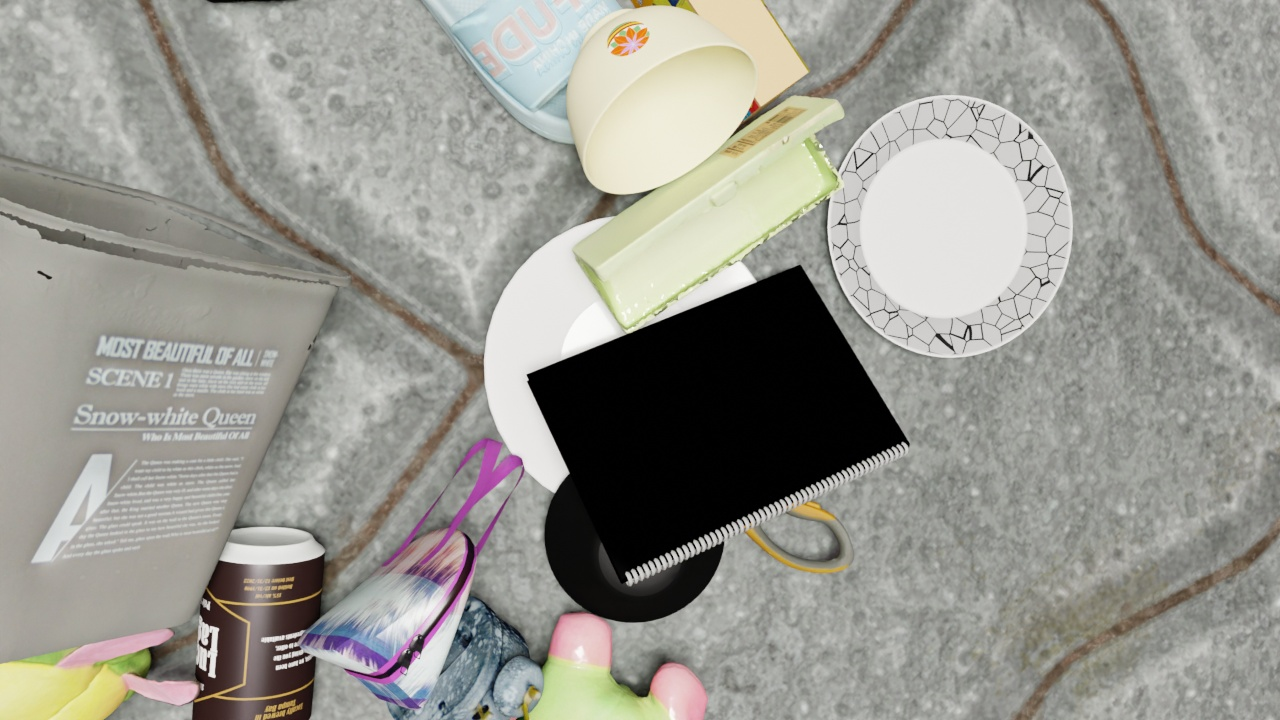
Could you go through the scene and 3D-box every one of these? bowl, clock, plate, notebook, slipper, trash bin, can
[{"bbox_3d":[-0.002,0.121,0.602,0.124,0.052,0.124,0,94,-4],"label":"bowl"},{"bbox_3d":[-0.111,0.207,0.584,0.090,0.129,0.052,-45,127,-4],"label":"clock"},{"bbox_3d":[-0.004,0.004,0.643,0.208,0.015,0.208,0,92,-9],"label":"plate"},{"bbox_3d":[0.001,-0.168,0.553,0.118,0.118,0.074,-29,70,-7],"label":"bowl"},{"bbox_3d":[0.051,0.036,0.596,0.206,0.016,0.149,-22,70,-14],"label":"notebook"},{"bbox_3d":[-0.086,-0.241,0.593,0.245,0.074,0.104,45,86,-7],"label":"slipper"},{"bbox_3d":[-0.310,0.020,0.499,0.198,0.197,0.220,22,96,26],"label":"trash bin"},{"bbox_3d":[-0.243,0.176,0.586,0.072,0.072,0.128,5,92,-9],"label":"can"},{"bbox_3d":[0.226,-0.097,0.674,0.188,0.016,0.188,0,92,-9],"label":"plate"}]

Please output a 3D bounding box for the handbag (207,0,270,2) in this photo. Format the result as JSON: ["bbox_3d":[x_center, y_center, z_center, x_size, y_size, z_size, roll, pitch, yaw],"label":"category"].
[{"bbox_3d":[-0.227,-0.293,0.531,0.114,0.154,0.125,-5,88,-5],"label":"handbag"}]

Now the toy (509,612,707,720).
[{"bbox_3d":[-0.050,0.295,0.611,0.192,0.096,0.237,27,97,14],"label":"toy"}]

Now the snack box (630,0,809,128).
[{"bbox_3d":[0.046,-0.220,0.605,0.040,0.088,0.126,-37,97,-6],"label":"snack box"}]

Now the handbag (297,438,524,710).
[{"bbox_3d":[-0.129,0.124,0.579,0.068,0.145,0.169,42,59,-19],"label":"handbag"}]

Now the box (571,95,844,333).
[{"bbox_3d":[0.052,-0.092,0.610,0.188,0.091,0.083,-34,120,-3],"label":"box"}]

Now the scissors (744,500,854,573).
[{"bbox_3d":[0.064,0.061,0.639,0.225,0.016,0.225,24,90,-7],"label":"scissors"}]

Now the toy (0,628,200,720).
[{"bbox_3d":[-0.384,0.189,0.538,0.238,0.190,0.087,-8,57,0],"label":"toy"}]
